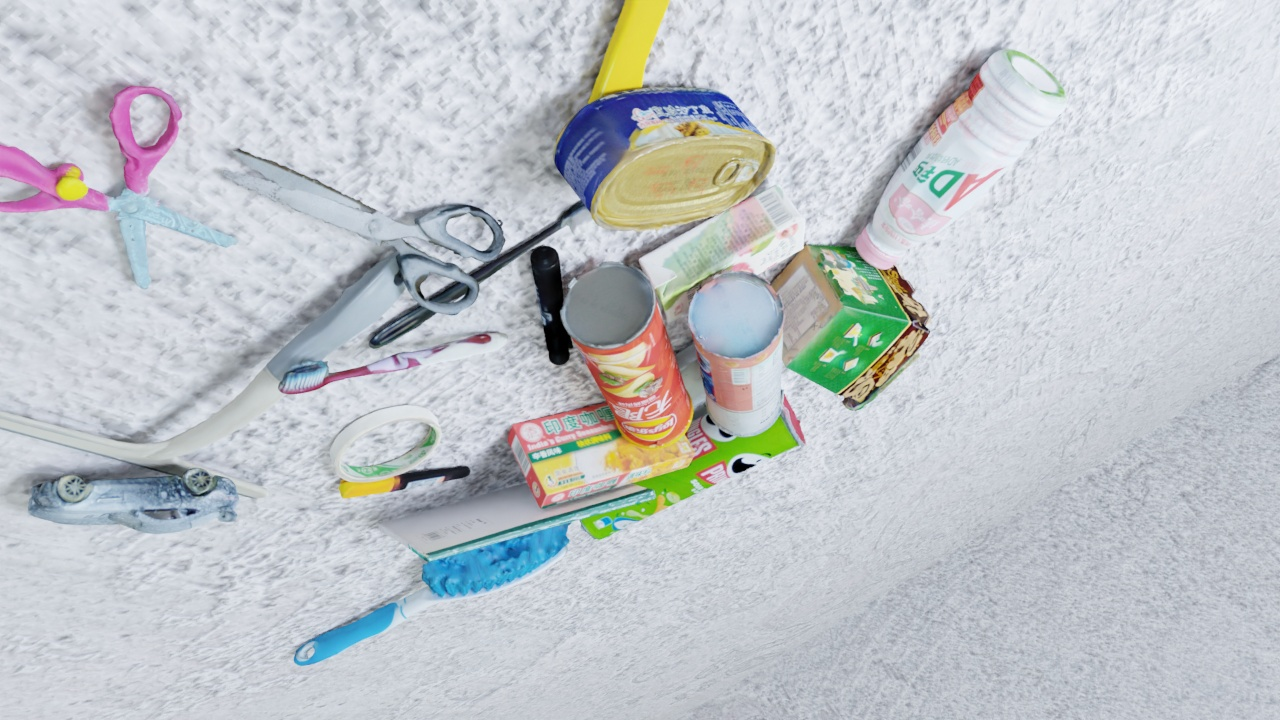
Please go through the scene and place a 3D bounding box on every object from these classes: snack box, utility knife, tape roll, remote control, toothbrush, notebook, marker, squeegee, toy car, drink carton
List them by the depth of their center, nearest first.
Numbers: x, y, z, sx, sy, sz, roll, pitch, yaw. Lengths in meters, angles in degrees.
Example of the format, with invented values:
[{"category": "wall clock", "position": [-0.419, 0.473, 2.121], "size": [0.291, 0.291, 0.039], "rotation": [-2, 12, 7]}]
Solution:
[{"category": "utility knife", "position": [0.003, -0.189, 0.492], "size": [0.033, 0.015, 0.198], "rotation": [-20, 153, -35]}, {"category": "squeegee", "position": [-0.232, 0.010, 0.572], "size": [0.247, 0.039, 0.246], "rotation": [-34, 152, 7]}, {"category": "toy car", "position": [-0.327, 0.094, 0.597], "size": [0.120, 0.036, 0.054], "rotation": [3, 160, -26]}, {"category": "toothbrush", "position": [-0.155, -0.004, 0.610], "size": [0.187, 0.016, 0.017], "rotation": [-16, 142, -52]}, {"category": "toothbrush", "position": [-0.105, -0.055, 0.613], "size": [0.181, 0.018, 0.015], "rotation": [-31, 155, 4]}, {"category": "marker", "position": [-0.064, -0.037, 0.676], "size": [0.022, 0.020, 0.132], "rotation": [-39, 156, -20]}, {"category": "drink carton", "position": [0.061, -0.082, 0.692], "size": [0.122, 0.045, 0.053], "rotation": [-29, 161, -1]}, {"category": "tape roll", "position": [-0.199, 0.066, 0.721], "size": [0.085, 0.014, 0.086], "rotation": [-23, 151, -13]}, {"category": "marker", "position": [-0.198, 0.101, 0.782], "size": [0.123, 0.015, 0.018], "rotation": [-3, 143, -45]}, {"category": "snack box", "position": [0.170, -0.038, 0.816], "size": [0.105, 0.118, 0.118], "rotation": [12, 132, -35]}, {"category": "notebook", "position": [-0.112, 0.133, 0.819], "size": [0.208, 0.012, 0.151], "rotation": [-12, -173, -29]}, {"category": "snack box", "position": [-0.034, 0.078, 0.831], "size": [0.155, 0.077, 0.027], "rotation": [-13, 147, -30]}, {"category": "remote control", "position": [0.061, 0.020, 0.887], "size": [0.056, 0.019, 0.135], "rotation": [-28, 152, -3]}]

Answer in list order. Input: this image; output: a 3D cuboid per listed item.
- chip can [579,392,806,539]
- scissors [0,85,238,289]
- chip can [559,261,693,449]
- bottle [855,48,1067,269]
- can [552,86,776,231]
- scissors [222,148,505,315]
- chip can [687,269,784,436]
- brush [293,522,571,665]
[{"category": "chip can", "position": [0.044, 0.102, 0.916], "size": [0.236, 0.072, 0.072], "rotation": [-28, 153, 14]}, {"category": "scissors", "position": [-0.242, -0.082, 0.440], "size": [0.124, 0.017, 0.133], "rotation": [-41, 155, 13]}, {"category": "chip can", "position": [-0.004, 0.004, 0.735], "size": [0.073, 0.073, 0.217], "rotation": [-28, 154, -4]}, {"category": "bottle", "position": [0.247, -0.151, 0.738], "size": [0.068, 0.068, 0.197], "rotation": [-7, 147, -36]}, {"category": "can", "position": [0.017, -0.123, 0.559], "size": [0.147, 0.049, 0.075], "rotation": [-16, 152, -41]}, {"category": "scissors", "position": [-0.153, -0.068, 0.523], "size": [0.173, 0.014, 0.141], "rotation": [-22, 130, -35]}, {"category": "chip can", "position": [0.082, 0.002, 0.747], "size": [0.071, 0.071, 0.215], "rotation": [-29, 160, -3]}, {"category": "brush", "position": [-0.216, 0.240, 0.954], "size": [0.314, 0.060, 0.110], "rotation": [-19, 154, -14]}]
